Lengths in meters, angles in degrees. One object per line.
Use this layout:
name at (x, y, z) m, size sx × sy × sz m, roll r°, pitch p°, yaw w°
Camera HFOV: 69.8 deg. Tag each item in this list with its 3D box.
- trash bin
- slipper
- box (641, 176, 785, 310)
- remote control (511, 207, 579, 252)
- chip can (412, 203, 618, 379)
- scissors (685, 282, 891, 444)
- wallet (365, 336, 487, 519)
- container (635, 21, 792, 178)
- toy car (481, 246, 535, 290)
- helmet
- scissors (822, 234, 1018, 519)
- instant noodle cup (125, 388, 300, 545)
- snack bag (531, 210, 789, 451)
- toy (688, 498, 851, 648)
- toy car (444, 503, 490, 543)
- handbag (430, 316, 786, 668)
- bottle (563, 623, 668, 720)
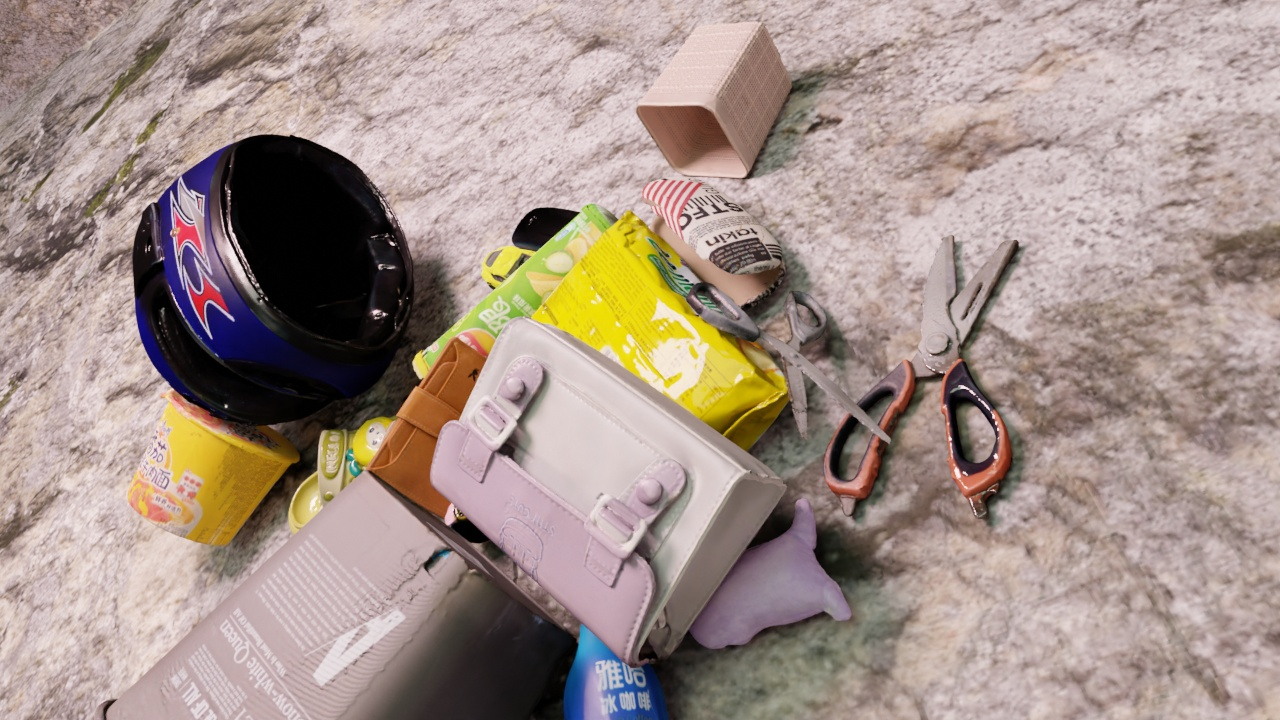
trash bin at (-0.181, 0.213, 0.600) m, size 0.199 × 0.199 × 0.219 m, roll 31°, pitch 76°, yaw 35°
slipper at (-0.258, 0.103, 0.822) m, size 0.191 × 0.081 × 0.091 m, roll -29°, pitch 49°, yaw 20°
box at (0.061, -0.095, 0.764) m, size 0.074 × 0.081 × 0.163 m, roll -20°, pitch 39°, yaw -20°
remote control at (-0.082, -0.127, 0.898) m, size 0.136 × 0.024 × 0.053 m, roll 18°, pitch 72°, yaw 42°
chip can at (-0.098, -0.047, 0.818) m, size 0.221 × 0.072 × 0.072 m, roll -41°, pitch 45°, yaw 4°
scissors at (0.103, -0.004, 0.626) m, size 0.181 × 0.159 × 0.014 m, roll 35°, pitch 127°, yaw 18°
wallet at (-0.149, 0.061, 0.755) m, size 0.031 × 0.108 × 0.131 m, roll 3°, pitch 59°, yaw 60°
container at (0.071, -0.236, 0.822) m, size 0.090 × 0.090 × 0.110 m, roll 14°, pitch 65°, yaw 41°
toy car at (-0.115, -0.087, 0.888) m, size 0.105 × 0.032 × 0.048 m, roll 19°, pitch 71°, yaw 41°
helmet at (-0.365, -0.055, 0.898) m, size 0.241 × 0.247 × 0.315 m, roll -44°, pitch 44°, yaw 28°
scissors at (0.195, 0.011, 0.606) m, size 0.190 × 0.015 × 0.221 m, roll -31°, pitch 45°, yaw 14°
instant noodle cup at (-0.428, 0.109, 0.909) m, size 0.138 × 0.138 × 0.109 m, roll 29°, pitch 86°, yaw 44°
snack bag at (-0.004, 0.004, 0.699) m, size 0.158 × 0.068 × 0.246 m, roll -48°, pitch 46°, yaw 12°
toy at (0.072, 0.142, 0.582) m, size 0.108 × 0.039 × 0.083 m, roll -29°, pitch 48°, yaw 22°
toy car at (-0.101, 0.099, 0.727) m, size 0.122 × 0.056 × 0.037 m, roll -38°, pitch 51°, yaw 7°
handbag at (-0.032, 0.079, 0.588) m, size 0.197 × 0.098 × 0.145 m, roll 33°, pitch 100°, yaw 31°
bottle at (-0.012, 0.236, 0.556) m, size 0.065 × 0.065 × 0.218 m, roll -29°, pitch 47°, yaw 16°
